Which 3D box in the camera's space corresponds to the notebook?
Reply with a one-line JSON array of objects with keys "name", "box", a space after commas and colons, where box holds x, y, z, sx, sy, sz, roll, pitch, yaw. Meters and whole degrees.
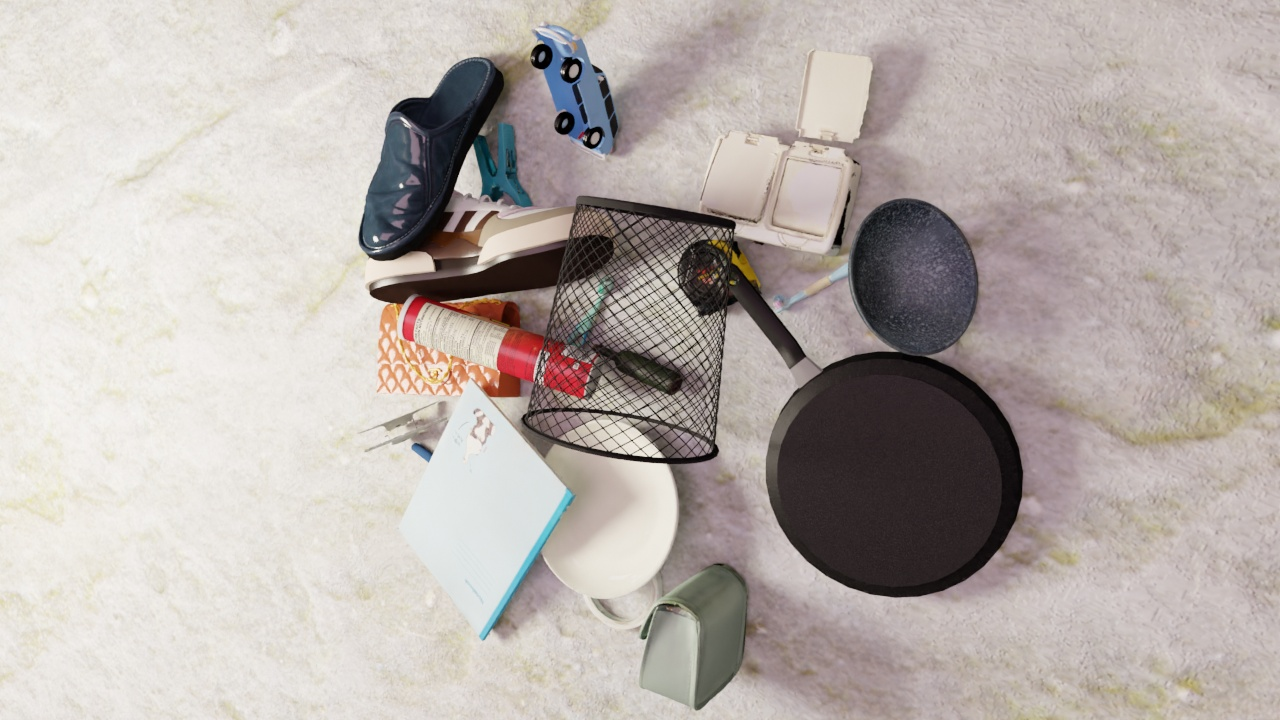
[{"name": "notebook", "box": [-0.180, 0.170, 1.021, 0.181, 0.009, 0.254, 44, 123, 22]}]

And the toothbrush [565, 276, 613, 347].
[{"name": "toothbrush", "box": [-0.063, -0.030, 0.986, 0.022, 0.017, 0.135, 32, 105, 19]}]

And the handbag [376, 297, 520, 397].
[{"name": "handbag", "box": [-0.224, -0.014, 1.046, 0.172, 0.060, 0.109, 1, 88, 27]}]

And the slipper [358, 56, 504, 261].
[{"name": "slipper", "box": [-0.239, -0.232, 0.968, 0.109, 0.083, 0.265, 11, 69, 33]}]

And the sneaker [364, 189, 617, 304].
[{"name": "sneaker", "box": [-0.158, -0.139, 0.970, 0.294, 0.111, 0.116, -8, 76, 26]}]

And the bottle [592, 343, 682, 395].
[{"name": "bottle", "box": [-0.006, 0.006, 0.954, 0.106, 0.025, 0.025, 25, 103, 24]}]

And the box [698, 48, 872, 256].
[{"name": "box", "box": [0.136, -0.199, 0.864, 0.144, 0.044, 0.184, 16, 99, 25]}]

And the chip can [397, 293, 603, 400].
[{"name": "chip can", "box": [-0.147, -0.014, 0.967, 0.215, 0.051, 0.052, 18, 100, 9]}]

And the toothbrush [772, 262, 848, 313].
[{"name": "toothbrush", "box": [0.191, -0.085, 0.857, 0.155, 0.016, 0.022, -29, 38, 25]}]

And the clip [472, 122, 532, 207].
[{"name": "clip", "box": [-0.141, -0.198, 1.014, 0.120, 0.030, 0.130, 10, 97, 30]}]

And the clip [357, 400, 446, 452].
[{"name": "clip", "box": [-0.284, 0.073, 1.080, 0.060, 0.101, 0.052, -4, 106, 67]}]

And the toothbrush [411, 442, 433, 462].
[{"name": "toothbrush", "box": [-0.207, 0.142, 1.066, 0.168, 0.014, 0.014, 33, 94, 23]}]

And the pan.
[{"name": "pan", "box": [0.182, 0.054, 0.834, 0.226, 0.034, 0.356, -40, 83, 23]}]

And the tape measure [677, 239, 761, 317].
[{"name": "tape measure", "box": [0.074, -0.084, 0.902, 0.072, 0.042, 0.072, -25, 85, 33]}]

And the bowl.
[{"name": "bowl", "box": [0.224, -0.069, 0.807, 0.057, 0.137, 0.137, 165, 96, -66]}]

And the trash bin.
[{"name": "trash bin", "box": [-0.002, -0.033, 0.835, 0.184, 0.183, 0.210, 13, 99, 26]}]

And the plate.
[{"name": "plate", "box": [-0.032, 0.154, 0.957, 0.183, 0.034, 0.182, -5, 81, 32]}]

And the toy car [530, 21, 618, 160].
[{"name": "toy car", "box": [-0.062, -0.270, 0.916, 0.056, 0.153, 0.054, 33, 69, 31]}]

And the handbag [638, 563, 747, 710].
[{"name": "handbag", "box": [0.052, 0.262, 0.883, 0.067, 0.121, 0.106, 11, 100, 28]}]

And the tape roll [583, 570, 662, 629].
[{"name": "tape roll", "box": [-0.020, 0.239, 0.977, 0.093, 0.013, 0.093, 1, 93, 27]}]
